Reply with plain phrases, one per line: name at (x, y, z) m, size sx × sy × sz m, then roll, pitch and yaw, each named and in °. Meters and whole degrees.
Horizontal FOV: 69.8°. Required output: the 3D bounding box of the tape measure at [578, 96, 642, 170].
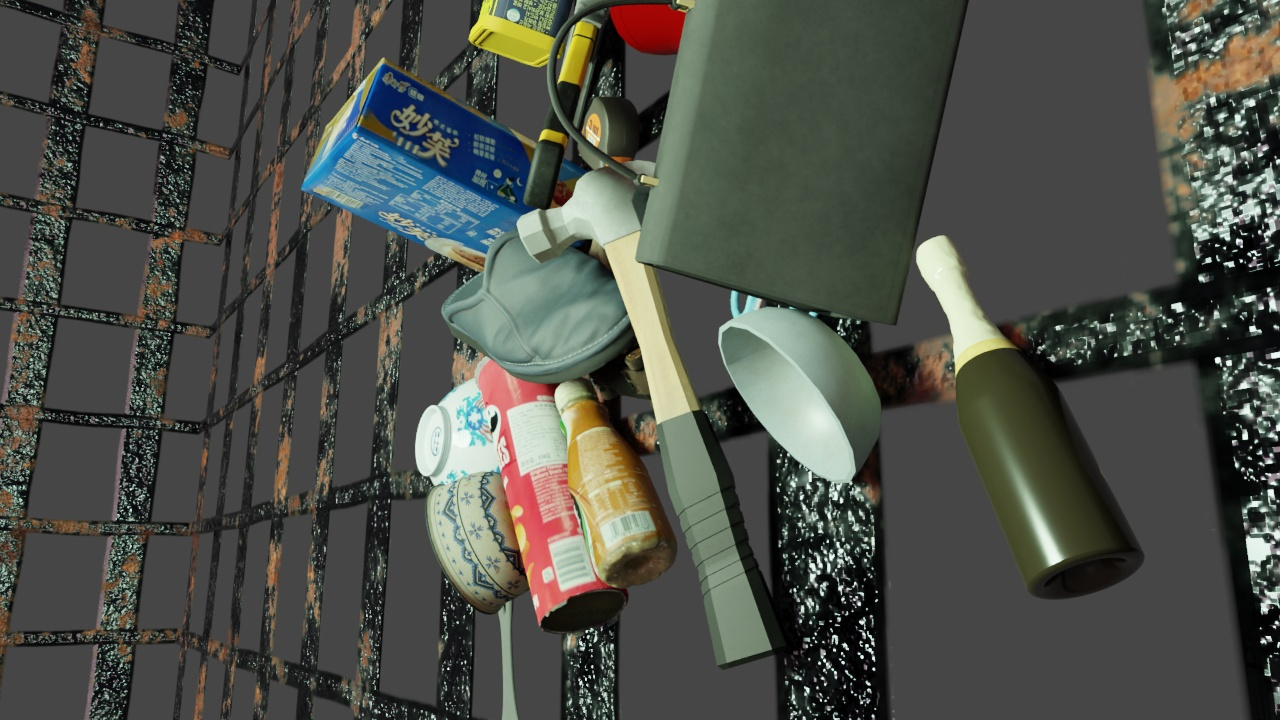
tape measure at (-0.022, -0.183, 0.744) m, size 0.058 × 0.038 × 0.059 m, roll 52°, pitch 138°, yaw 48°

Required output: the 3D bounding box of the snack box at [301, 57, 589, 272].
snack box at (-0.163, -0.151, 0.786) m, size 0.155 × 0.202 × 0.069 m, roll -14°, pitch 57°, yaw 54°

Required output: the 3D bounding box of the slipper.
slipper at (-0.096, -0.056, 0.719) m, size 0.108 × 0.083 × 0.266 m, roll -44°, pitch 33°, yaw -19°

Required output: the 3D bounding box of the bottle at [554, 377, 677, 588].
bottle at (-0.026, 0.081, 0.665) m, size 0.059 × 0.059 × 0.167 m, roll -56°, pitch 41°, yaw 32°

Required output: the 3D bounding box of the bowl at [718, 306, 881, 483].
bowl at (0.091, 0.012, 0.493) m, size 0.039 × 0.106 × 0.106 m, roll -36°, pitch 34°, yaw -13°

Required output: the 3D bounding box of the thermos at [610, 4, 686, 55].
thermos at (0.059, -0.225, 0.599) m, size 0.199 × 0.083 × 0.108 m, roll 33°, pitch 139°, yaw 56°

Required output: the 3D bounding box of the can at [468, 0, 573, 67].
can at (-0.103, -0.338, 0.844) m, size 0.135 × 0.075 × 0.104 m, roll -142°, pitch 68°, yaw -69°

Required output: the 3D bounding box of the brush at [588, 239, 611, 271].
brush at (-0.037, -0.073, 0.759) m, size 0.039 × 0.012 × 0.151 m, roll 7°, pitch 89°, yaw 56°

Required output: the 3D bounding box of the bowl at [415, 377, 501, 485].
bowl at (-0.162, 0.078, 0.854) m, size 0.144 × 0.074 × 0.143 m, roll -19°, pitch 67°, yaw 53°

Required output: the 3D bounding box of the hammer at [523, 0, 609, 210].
hammer at (-0.053, -0.199, 0.681) m, size 0.323 × 0.034 × 0.170 m, roll -85°, pitch 12°, yaw -53°

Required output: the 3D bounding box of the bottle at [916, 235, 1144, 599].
bottle at (0.163, 0.013, 0.415) m, size 0.046 × 0.045 × 0.184 m, roll -48°, pitch 39°, yaw 39°

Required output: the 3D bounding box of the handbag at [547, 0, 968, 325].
handbag at (0.048, -0.124, 0.470) m, size 0.072 × 0.195 × 0.176 m, roll -157°, pitch 78°, yaw -72°

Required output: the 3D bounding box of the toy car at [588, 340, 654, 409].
toy car at (-0.004, 0.004, 0.666) m, size 0.040 × 0.048 × 0.113 m, roll -43°, pitch 27°, yaw -24°

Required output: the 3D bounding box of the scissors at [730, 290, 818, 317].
scissors at (0.097, -0.080, 0.561) m, size 0.095 × 0.015 × 0.142 m, roll 43°, pitch 123°, yaw 52°

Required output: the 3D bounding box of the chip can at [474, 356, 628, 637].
chip can at (-0.072, 0.095, 0.720) m, size 0.073 × 0.073 × 0.232 m, roll -53°, pitch 44°, yaw 36°

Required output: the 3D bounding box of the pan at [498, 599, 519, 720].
pan at (-0.115, 0.345, 0.767) m, size 0.217 × 0.024 × 0.354 m, roll -31°, pitch 57°, yaw 49°

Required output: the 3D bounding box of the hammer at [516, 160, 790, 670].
hammer at (0.021, 0.023, 0.577) m, size 0.131 × 0.039 × 0.328 m, roll -21°, pitch 71°, yaw 11°

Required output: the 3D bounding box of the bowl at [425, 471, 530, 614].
bowl at (-0.118, 0.142, 0.752) m, size 0.059 × 0.115 × 0.115 m, roll -28°, pitch 53°, yaw 9°
